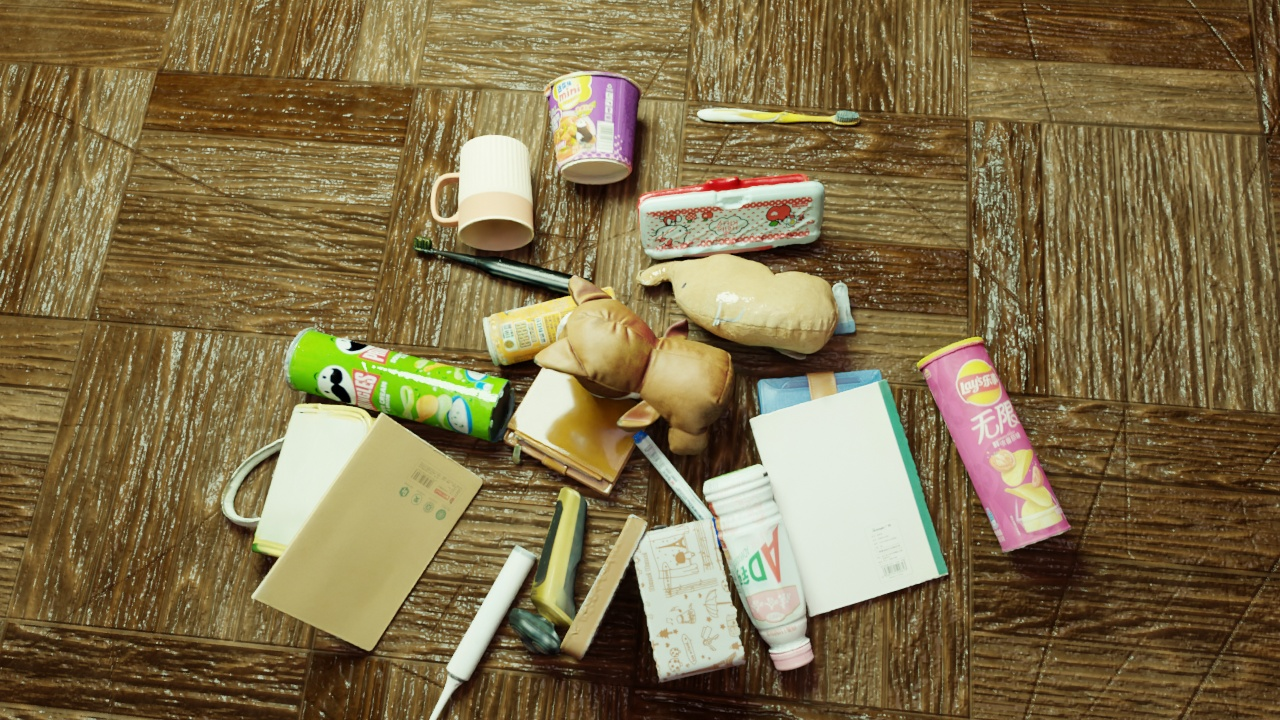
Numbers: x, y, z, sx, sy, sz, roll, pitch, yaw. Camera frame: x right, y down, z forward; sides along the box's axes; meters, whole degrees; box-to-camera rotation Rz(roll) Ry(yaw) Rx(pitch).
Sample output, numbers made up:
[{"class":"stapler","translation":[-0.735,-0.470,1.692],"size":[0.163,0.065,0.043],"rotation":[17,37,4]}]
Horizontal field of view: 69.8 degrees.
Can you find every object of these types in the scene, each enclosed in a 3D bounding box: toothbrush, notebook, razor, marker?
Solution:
[{"class":"toothbrush","translation":[-0.159,-0.107,1.042],"size":[0.213,0.027,0.026],"rotation":[16,34,7]},{"class":"notebook","translation":[-0.265,0.174,0.918],"size":[0.008,0.148,0.207],"rotation":[18,71,49]},{"class":"razor","translation":[-0.088,0.212,0.933],"size":[0.067,0.062,0.167],"rotation":[21,68,-22]},{"class":"notebook","translation":[0.213,0.139,0.938],"size":[0.150,0.012,0.209],"rotation":[-16,85,-3]},{"class":"marker","translation":[0.042,0.132,0.954],"size":[0.017,0.017,0.146],"rotation":[-39,86,-8]},{"class":"toothbrush","translation":[-0.170,0.291,0.927],"size":[0.026,0.026,0.220],"rotation":[15,71,47]},{"class":"toothbrush","translation":[0.163,-0.289,1.083],"size":[0.191,0.018,0.016],"rotation":[3,72,4]}]

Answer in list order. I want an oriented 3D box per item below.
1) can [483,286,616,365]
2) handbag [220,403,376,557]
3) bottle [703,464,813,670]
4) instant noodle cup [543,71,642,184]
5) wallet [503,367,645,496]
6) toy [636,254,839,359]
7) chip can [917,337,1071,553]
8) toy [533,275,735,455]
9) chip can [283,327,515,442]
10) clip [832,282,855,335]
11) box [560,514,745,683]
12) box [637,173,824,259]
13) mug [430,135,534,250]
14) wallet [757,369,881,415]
[{"class":"can","translation":[-0.094,-0.037,1.002],"size":[0.146,0.058,0.058],"rotation":[-13,73,-1]},{"class":"handbag","translation":[-0.357,0.129,0.974],"size":[0.179,0.063,0.163],"rotation":[5,73,20]},{"class":"bottle","translation":[0.123,0.205,0.912],"size":[0.068,0.068,0.197],"rotation":[-18,83,-3]},{"class":"instant noodle cup","translation":[-0.053,-0.259,1.045],"size":[0.111,0.111,0.099],"rotation":[-2,83,2]},{"class":"wallet","translation":[-0.070,0.075,0.980],"size":[0.131,0.035,0.119],"rotation":[27,75,10]},{"class":"toy","translation":[0.099,-0.068,0.978],"size":[0.226,0.143,0.083],"rotation":[16,112,10]},{"class":"chip can","translation":[0.359,0.085,0.937],"size":[0.071,0.071,0.210],"rotation":[-19,74,-3]},{"class":"toy","translation":[-0.006,0.005,0.940],"size":[0.199,0.131,0.139],"rotation":[28,47,-15]},{"class":"chip can","translation":[-0.256,0.026,0.986],"size":[0.236,0.072,0.072],"rotation":[14,75,6]},{"class":"clip","translation":[0.223,-0.057,1.012],"size":[0.024,0.028,0.056],"rotation":[-5,83,3]},{"class":"box","translation":[-0.004,0.225,0.857],"size":[0.168,0.182,0.150],"rotation":[-14,73,-1]},{"class":"box","translation":[0.098,-0.167,1.010],"size":[0.201,0.099,0.095],"rotation":[-7,74,0]},{"class":"mug","translation":[-0.179,-0.187,1.038],"size":[0.114,0.082,0.105],"rotation":[-5,72,3]},{"class":"wallet","translation":[0.194,0.065,0.970],"size":[0.133,0.040,0.106],"rotation":[-5,78,0]}]
